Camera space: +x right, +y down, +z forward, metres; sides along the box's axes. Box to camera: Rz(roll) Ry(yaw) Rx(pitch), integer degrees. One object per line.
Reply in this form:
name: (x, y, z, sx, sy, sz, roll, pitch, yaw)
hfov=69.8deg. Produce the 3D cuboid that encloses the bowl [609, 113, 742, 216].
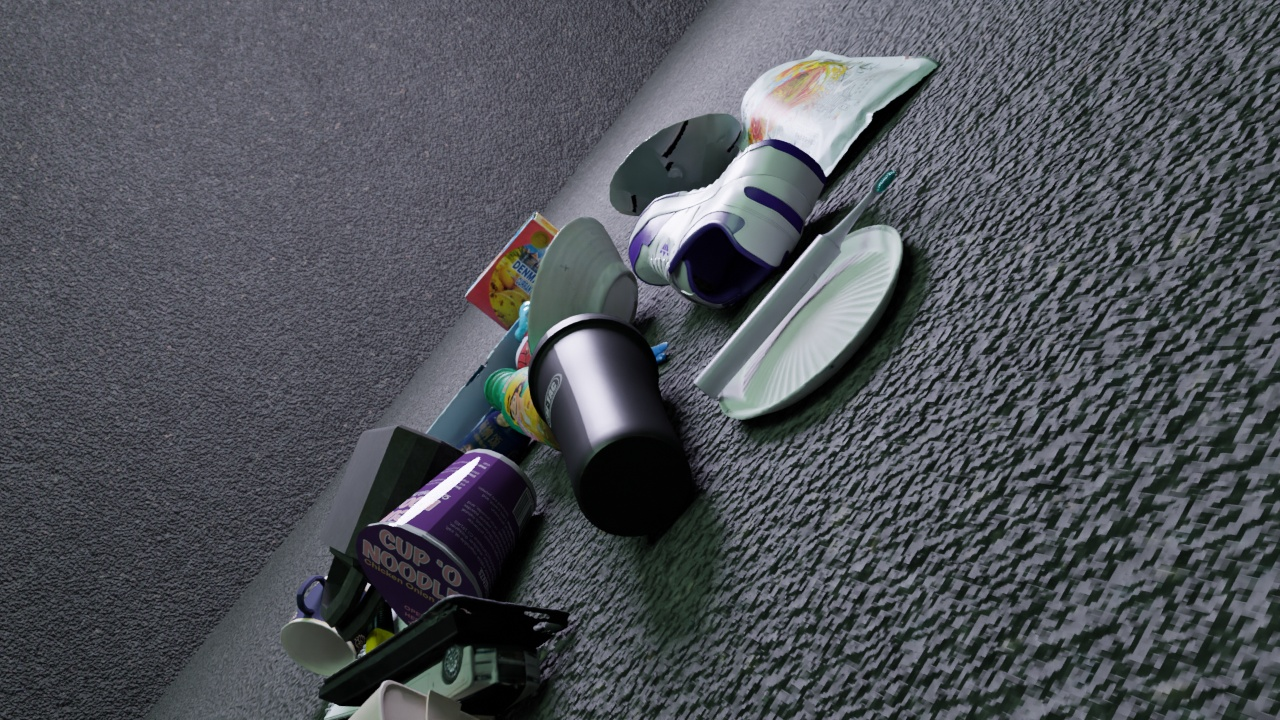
bowl: (0.054, -0.195, 1.032, 0.174, 0.068, 0.174, -24, -18, -9)

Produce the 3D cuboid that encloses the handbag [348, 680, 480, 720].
handbag: (-0.151, 0.298, 0.455, 0.195, 0.101, 0.197, -47, 27, 12)

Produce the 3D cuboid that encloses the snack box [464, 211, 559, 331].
snack box: (-0.126, -0.093, 1.188, 0.145, 0.142, 0.040, -46, 15, 20)

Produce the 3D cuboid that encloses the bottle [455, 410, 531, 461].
bottle: (-0.155, 0.088, 1.001, 0.161, 0.056, 0.056, -43, 15, 0)

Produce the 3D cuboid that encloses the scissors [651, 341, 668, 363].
scissors: (-0.006, 0.006, 0.855, 0.070, 0.022, 0.131, -54, 18, -19)

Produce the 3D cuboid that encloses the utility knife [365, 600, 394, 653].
utility knife: (-0.253, 0.259, 0.897, 0.020, 0.029, 0.188, -50, 16, -5)

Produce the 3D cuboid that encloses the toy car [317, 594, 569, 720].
toy car: (-0.133, 0.222, 0.607, 0.192, 0.094, 0.071, -38, 49, 35)

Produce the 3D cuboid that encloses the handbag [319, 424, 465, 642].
handbag: (-0.248, 0.173, 0.893, 0.198, 0.102, 0.199, -11, 54, 64)

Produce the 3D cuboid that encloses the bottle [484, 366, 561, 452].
bottle: (-0.100, 0.040, 0.882, 0.068, 0.068, 0.210, -54, 24, -12)

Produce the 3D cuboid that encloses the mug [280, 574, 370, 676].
mug: (-0.336, 0.272, 1.002, 0.086, 0.112, 0.089, -5, 31, 18)

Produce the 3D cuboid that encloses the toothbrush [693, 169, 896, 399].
toothbrush: (0.102, -0.051, 0.599, 0.188, 0.018, 0.019, -50, 17, 5)

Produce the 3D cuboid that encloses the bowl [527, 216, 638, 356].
bowl: (-0.046, -0.057, 0.951, 0.176, 0.058, 0.177, -46, -36, -49)

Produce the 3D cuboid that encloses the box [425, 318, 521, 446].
box: (-0.173, 0.034, 1.133, 0.243, 0.085, 0.092, -51, 13, -2)

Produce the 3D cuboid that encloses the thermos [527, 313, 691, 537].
thermos: (-0.022, 0.043, 0.660, 0.106, 0.106, 0.218, -49, 20, 8)

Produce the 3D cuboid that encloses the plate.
plate: (0.108, -0.023, 0.585, 0.157, 0.014, 0.156, -46, 16, 17)

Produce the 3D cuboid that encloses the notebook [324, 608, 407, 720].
notebook: (-0.218, 0.240, 0.919, 0.178, 0.013, 0.244, -32, 23, 45)

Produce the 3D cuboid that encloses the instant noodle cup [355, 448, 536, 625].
instant noodle cup: (-0.155, 0.150, 0.787, 0.121, 0.122, 0.137, -52, -16, -46)

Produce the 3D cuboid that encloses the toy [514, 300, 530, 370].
toy: (-0.108, -0.023, 1.055, 0.092, 0.062, 0.132, -30, 61, 16)

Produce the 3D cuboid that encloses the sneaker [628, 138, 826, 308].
sneaker: (0.054, -0.087, 0.776, 0.245, 0.092, 0.111, -24, 39, 60)

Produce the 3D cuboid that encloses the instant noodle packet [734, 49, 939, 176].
instant noodle packet: (0.164, -0.238, 0.870, 0.147, 0.057, 0.269, -49, 20, 10)
